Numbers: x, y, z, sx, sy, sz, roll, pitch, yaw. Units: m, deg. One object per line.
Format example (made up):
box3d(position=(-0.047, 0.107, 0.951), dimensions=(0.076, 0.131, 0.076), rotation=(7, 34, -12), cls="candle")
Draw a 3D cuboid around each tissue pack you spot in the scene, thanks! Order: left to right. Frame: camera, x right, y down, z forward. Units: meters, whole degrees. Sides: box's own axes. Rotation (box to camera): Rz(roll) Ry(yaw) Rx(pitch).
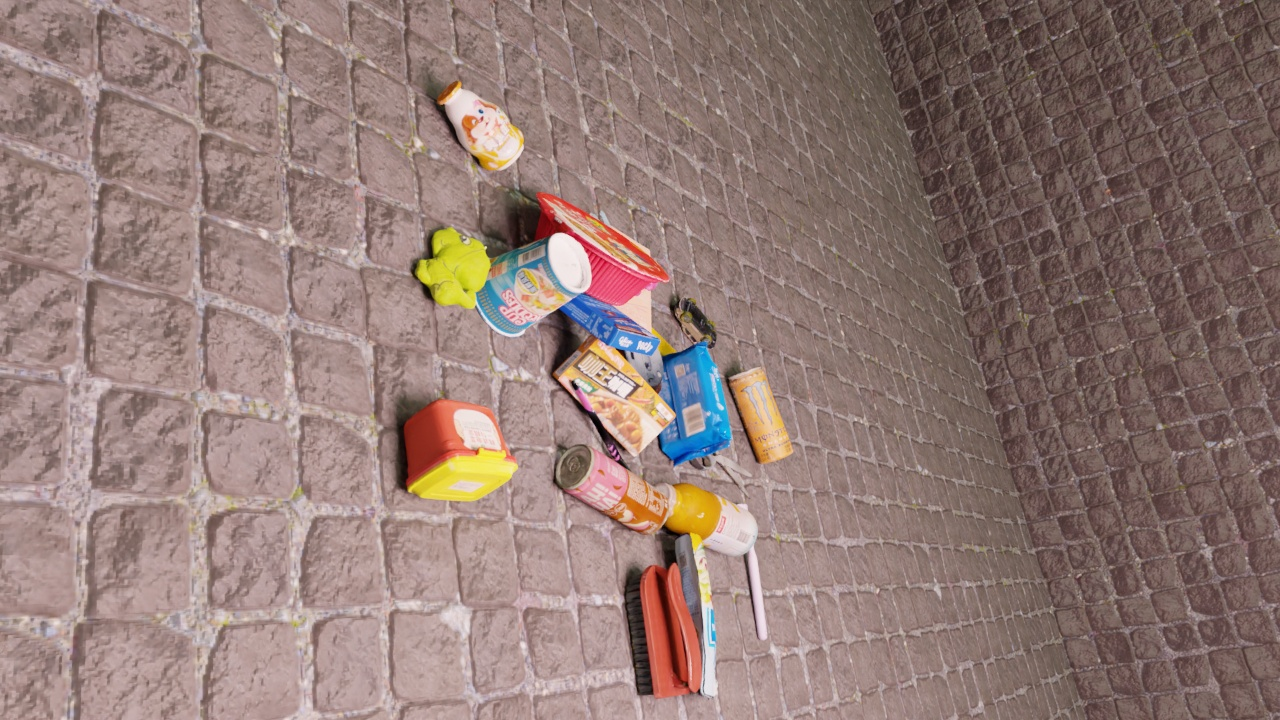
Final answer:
box3d(position=(0.067, 0.057, 1.232), dimensions=(0.052, 0.095, 0.157), rotation=(19, 53, -52), cls="tissue pack")

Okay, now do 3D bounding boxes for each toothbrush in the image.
box3d(position=(-0.039, 0.101, 1.102), dimensions=(0.189, 0.014, 0.017), rotation=(61, 40, -24), cls="toothbrush")
box3d(position=(0.157, 0.297, 1.293), dimensions=(0.029, 0.021, 0.189), rotation=(21, 56, -52), cls="toothbrush")

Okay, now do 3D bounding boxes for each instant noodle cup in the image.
box3d(position=(-0.118, -0.091, 1.025), dimensions=(0.099, 0.110, 0.099), rotation=(33, 46, -42), cls="instant noodle cup")
box3d(position=(-0.061, -0.128, 1.122), dimensions=(0.194, 0.066, 0.193), rotation=(33, 13, -9), cls="instant noodle cup")

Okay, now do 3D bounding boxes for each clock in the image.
box3d(position=(-0.007, 0.007, 1.187), dimensions=(0.121, 0.055, 0.082), rotation=(17, 56, -53), cls="clock")

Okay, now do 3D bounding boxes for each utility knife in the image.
box3d(position=(0.053, 0.008, 1.311), dimensions=(0.193, 0.015, 0.033), rotation=(44, 38, -28), cls="utility knife")

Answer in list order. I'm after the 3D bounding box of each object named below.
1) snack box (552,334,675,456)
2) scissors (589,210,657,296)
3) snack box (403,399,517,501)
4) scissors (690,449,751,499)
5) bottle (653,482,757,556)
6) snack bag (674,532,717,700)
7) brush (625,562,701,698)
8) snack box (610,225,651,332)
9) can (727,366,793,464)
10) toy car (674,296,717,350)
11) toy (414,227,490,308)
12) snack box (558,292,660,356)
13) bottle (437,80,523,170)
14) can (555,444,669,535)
box3d(position=(-0.030, 0.042, 1.113), dimensions=(0.154, 0.075, 0.026), rotation=(48, -6, -28), cls="snack box")
box3d(position=(-0.033, -0.142, 1.230), dimensions=(0.137, 0.017, 0.077), rotation=(52, 47, -5), cls="scissors")
box3d(position=(-0.173, 0.083, 0.866), dimensions=(0.091, 0.082, 0.080), rotation=(17, 47, -53), cls="snack box")
box3d(position=(0.114, 0.143, 1.332), dimensions=(0.170, 0.014, 0.159), rotation=(-20, 91, -61), cls="scissors")
box3d(position=(0.079, 0.202, 1.184), dimensions=(0.189, 0.068, 0.068), rotation=(32, 47, -44), cls="bottle")
box3d(position=(0.071, 0.311, 1.108), dimensions=(0.110, 0.039, 0.190), rotation=(94, -10, -63), cls="snack bag")
box3d(position=(0.028, 0.305, 1.042), dimensions=(0.063, 0.069, 0.145), rotation=(19, 56, -52), cls="brush")
box3d(position=(-0.023, -0.102, 1.248), dimensions=(0.084, 0.026, 0.157), rotation=(27, 49, -36), cls="snack box")
box3d(position=(0.187, 0.086, 1.430), dimensions=(0.058, 0.058, 0.146), rotation=(-16, 85, -58), cls="can")
box3d(position=(0.081, -0.055, 1.378), dimensions=(0.090, 0.035, 0.042), rotation=(50, 34, -26), cls="toy car")
box3d(position=(-0.197, -0.098, 0.980), dimensions=(0.096, 0.031, 0.099), rotation=(52, 42, 5), cls="toy")
box3d(position=(-0.056, -0.058, 1.090), dimensions=(0.157, 0.026, 0.084), rotation=(37, 14, 34), cls="snack box")
box3d(position=(-0.189, -0.276, 1.078), dimensions=(0.108, 0.063, 0.063), rotation=(45, 38, -32), cls="bottle")
box3d(position=(-0.030, 0.151, 1.059), dimensions=(0.147, 0.058, 0.057), rotation=(38, 42, -39), cls="can")
